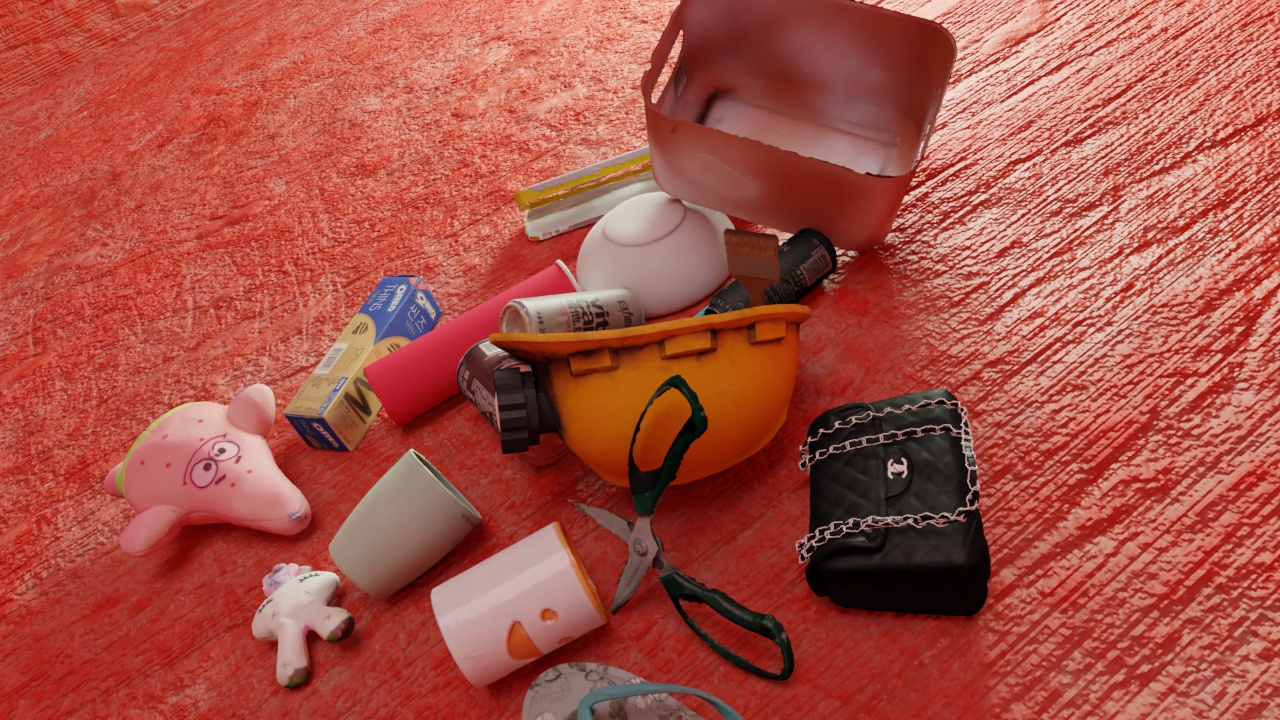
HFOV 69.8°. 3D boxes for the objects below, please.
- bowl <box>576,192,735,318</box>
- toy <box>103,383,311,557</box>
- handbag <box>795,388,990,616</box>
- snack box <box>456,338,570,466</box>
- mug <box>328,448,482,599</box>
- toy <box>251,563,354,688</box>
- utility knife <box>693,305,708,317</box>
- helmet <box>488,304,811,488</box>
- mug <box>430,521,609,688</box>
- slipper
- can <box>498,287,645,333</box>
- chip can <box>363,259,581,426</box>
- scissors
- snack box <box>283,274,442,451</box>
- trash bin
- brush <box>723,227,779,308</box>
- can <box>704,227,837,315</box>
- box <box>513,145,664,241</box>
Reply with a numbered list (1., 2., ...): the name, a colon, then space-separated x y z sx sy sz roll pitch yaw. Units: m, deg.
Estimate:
1. bowl: 0.011 -0.125 0.959 0.177 0.066 0.176 -12 42 11
2. toy: -0.404 0.109 0.867 0.237 0.097 0.191 18 62 26
3. handbag: 0.169 0.088 0.637 0.125 0.115 0.153 -8 47 18
4. snack box: -0.112 0.035 0.838 0.072 0.072 0.121 -35 42 -16
5. mug: -0.201 0.137 0.770 0.104 0.084 0.111 -45 18 -9
6. toy: -0.282 0.206 0.753 0.079 0.038 0.123 -43 43 -13
7. utility knife: 0.029 -0.013 0.860 0.176 0.015 0.022 -37 35 -26
8. helmet: 0.015 0.033 0.726 0.255 0.131 0.205 -6 -2 -10
9. mug: -0.087 0.178 0.670 0.105 0.082 0.082 -28 42 -6
10. slipper: 0.027 0.255 0.566 0.269 0.055 0.098 12 53 30
11. can: -0.063 -0.037 0.861 0.135 0.054 0.054 -10 30 -39
12. chip can: -0.161 -0.017 0.915 0.220 0.069 0.069 -30 42 -9
13. scissors: 0.037 0.125 0.631 0.203 0.202 0.015 34 31 24
14. snack box: -0.282 -0.002 0.958 0.057 0.056 0.206 2 47 26
15. trash bin: 0.147 -0.233 0.886 0.260 0.157 0.181 18 69 12
16. brush: 0.099 -0.055 0.792 0.045 0.143 0.008 11 51 20
17. can: 0.124 -0.071 0.865 0.137 0.054 0.054 -37 44 -17
18. box: -0.044 -0.205 1.083 0.210 0.070 0.067 -18 22 2
